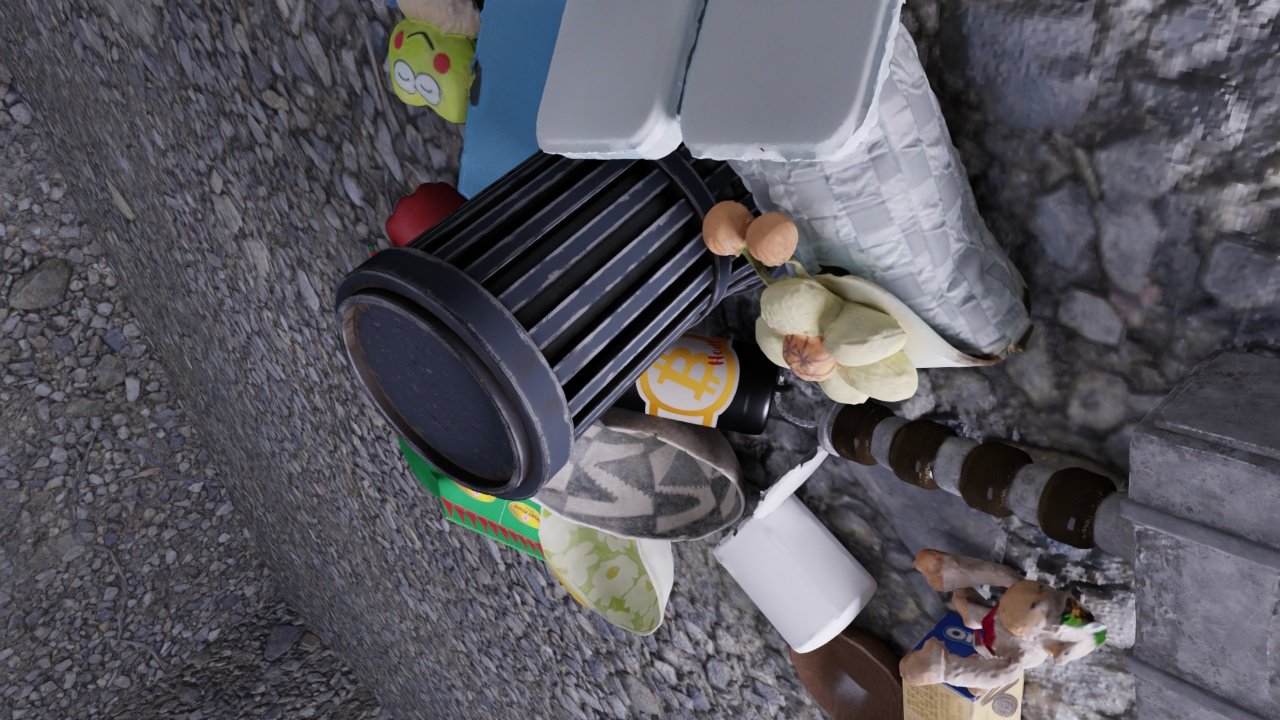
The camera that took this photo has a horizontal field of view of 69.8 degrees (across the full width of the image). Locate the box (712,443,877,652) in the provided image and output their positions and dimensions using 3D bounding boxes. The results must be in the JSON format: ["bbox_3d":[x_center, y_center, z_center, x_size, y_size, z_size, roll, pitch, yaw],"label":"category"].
[{"bbox_3d":[0.119,0.131,0.627,0.106,0.080,0.151,47,151,15],"label":"box"}]

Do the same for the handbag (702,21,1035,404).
[{"bbox_3d":[0.093,-0.063,0.436,0.113,0.123,0.171,4,128,59],"label":"handbag"}]

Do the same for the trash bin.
[{"bbox_3d":[-0.036,-0.047,0.501,0.164,0.226,0.164,28,143,24],"label":"trash bin"}]

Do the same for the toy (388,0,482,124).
[{"bbox_3d":[-0.145,-0.233,0.660,0.092,0.046,0.115,30,124,26],"label":"toy"}]

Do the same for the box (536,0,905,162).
[{"bbox_3d":[0.037,-0.182,0.378,0.189,0.037,0.209,17,93,50],"label":"box"}]

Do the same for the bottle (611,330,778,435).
[{"bbox_3d":[-0.004,0.004,0.606,0.182,0.059,0.059,11,137,5],"label":"bottle"}]

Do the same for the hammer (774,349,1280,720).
[{"bbox_3d":[0.194,0.065,0.477,0.327,0.079,0.177,20,135,50],"label":"hammer"}]

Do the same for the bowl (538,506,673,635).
[{"bbox_3d":[-0.030,0.167,0.874,0.188,0.060,0.220,47,148,12],"label":"bowl"}]

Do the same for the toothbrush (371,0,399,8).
[{"bbox_3d":[-0.161,-0.249,0.703,0.166,0.014,0.016,43,147,17],"label":"toothbrush"}]

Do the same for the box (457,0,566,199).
[{"bbox_3d":[-0.069,-0.180,0.631,0.093,0.052,0.232,32,145,5],"label":"box"}]

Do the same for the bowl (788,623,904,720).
[{"bbox_3d":[0.170,0.242,0.706,0.118,0.030,0.118,34,142,30],"label":"bowl"}]

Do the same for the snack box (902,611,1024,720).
[{"bbox_3d":[0.224,0.270,0.639,0.056,0.057,0.207,25,138,44],"label":"snack box"}]

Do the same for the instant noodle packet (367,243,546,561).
[{"bbox_3d":[-0.157,0.042,0.796,0.252,0.090,0.195,67,-173,26],"label":"instant noodle packet"}]

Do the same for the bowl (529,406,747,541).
[{"bbox_3d":[-0.004,0.068,0.706,0.178,0.081,0.179,10,145,7],"label":"bowl"}]

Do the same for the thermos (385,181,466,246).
[{"bbox_3d":[-0.117,-0.048,0.776,0.240,0.073,0.073,47,148,11],"label":"thermos"}]

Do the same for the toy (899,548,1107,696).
[{"bbox_3d":[0.212,0.157,0.530,0.074,0.085,0.106,44,144,-24],"label":"toy"}]
